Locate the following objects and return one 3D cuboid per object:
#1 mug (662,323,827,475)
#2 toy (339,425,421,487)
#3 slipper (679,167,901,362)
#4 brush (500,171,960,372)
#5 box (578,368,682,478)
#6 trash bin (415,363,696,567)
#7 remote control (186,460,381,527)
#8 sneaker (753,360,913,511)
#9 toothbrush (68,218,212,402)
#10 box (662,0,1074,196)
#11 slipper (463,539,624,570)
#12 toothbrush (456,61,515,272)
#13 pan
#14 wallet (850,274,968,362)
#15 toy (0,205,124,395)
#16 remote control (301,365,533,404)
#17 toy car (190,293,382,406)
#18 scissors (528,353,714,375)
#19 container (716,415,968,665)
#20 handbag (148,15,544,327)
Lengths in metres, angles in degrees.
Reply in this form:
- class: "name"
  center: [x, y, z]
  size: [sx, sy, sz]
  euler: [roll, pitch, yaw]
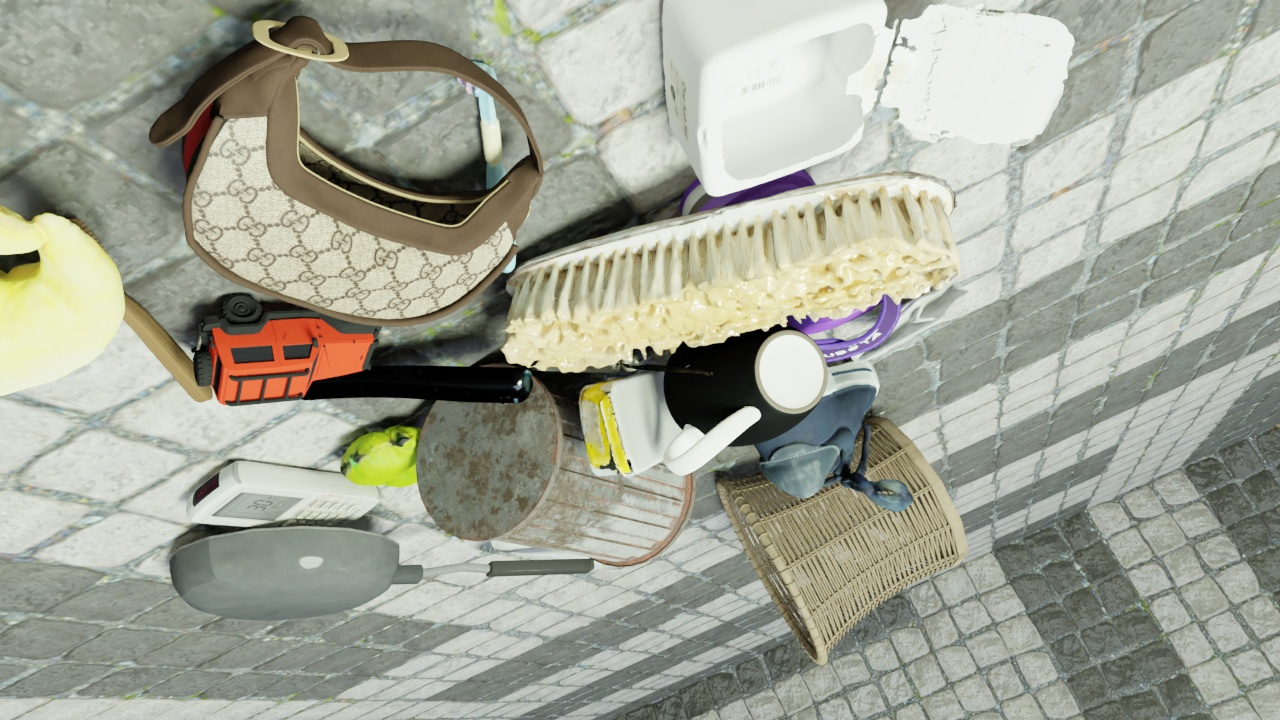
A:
- class: "mug"
  center: [0.062, 0.025, 0.591]
  size: [0.118, 0.085, 0.100]
  euler: [-51, -168, -20]
- class: "toy"
  center: [-0.184, 0.075, 0.688]
  size: [0.094, 0.036, 0.093]
  euler: [-31, 159, 30]
- class: "slipper"
  center: [0.121, -0.048, 0.639]
  size: [0.107, 0.084, 0.266]
  euler: [-31, 153, 17]
- class: "brush"
  center: [0.043, -0.048, 0.529]
  size: [0.272, 0.056, 0.083]
  euler: [-11, 155, 20]
- class: "box"
  center: [0.010, 0.039, 0.666]
  size: [0.033, 0.064, 0.209]
  euler: [-13, 180, 19]
- class: "trash bin"
  center: [-0.054, 0.087, 0.706]
  size: [0.131, 0.130, 0.211]
  euler: [-32, 152, 19]
- class: "remote control"
  center: [-0.264, 0.104, 0.690]
  size: [0.060, 0.025, 0.138]
  euler: [-34, 152, 22]
- class: "sneaker"
  center: [0.163, 0.068, 0.790]
  size: [0.121, 0.127, 0.294]
  euler: [-18, 175, 21]
- class: "toothbrush"
  center: [-0.257, -0.020, 0.474]
  size: [0.016, 0.016, 0.167]
  euler: [-17, 153, -10]
- class: "box"
  center: [0.103, -0.146, 0.452]
  size: [0.190, 0.083, 0.111]
  euler: [-6, 155, 3]
- class: "slipper"
  center: [-0.083, 0.156, 0.874]
  size: [0.112, 0.074, 0.246]
  euler: [-23, 155, 19]
- class: "toothbrush"
  center: [-0.076, -0.092, 0.479]
  size: [0.022, 0.016, 0.155]
  euler: [21, 152, 9]
- class: "pan"
  center: [-0.207, 0.186, 0.789]
  size: [0.356, 0.041, 0.179]
  euler: [4, 153, -25]
- class: "wallet"
  center: [0.223, -0.038, 0.765]
  size: [0.086, 0.032, 0.116]
  euler: [-38, 174, 31]
- class: "toy"
  center: [-0.308, -0.025, 0.369]
  size: [0.170, 0.064, 0.155]
  euler: [13, 139, -41]
- class: "remote control"
  center: [-0.145, 0.016, 0.581]
  size: [0.152, 0.020, 0.041]
  euler: [0, 164, -3]
- class: "toy car"
  center: [-0.195, -0.005, 0.513]
  size: [0.100, 0.048, 0.051]
  euler: [-5, 149, -32]
- class: "scissors"
  center: [-0.019, 0.005, 0.609]
  size: [0.131, 0.012, 0.169]
  euler: [-2, -174, -6]
- class: "container"
  center: [0.225, 0.190, 1.031]
  size: [0.196, 0.226, 0.227]
  euler: [-28, 154, -5]
- class: "handbag"
  center: [-0.122, -0.085, 0.410]
  size: [0.139, 0.063, 0.166]
  euler: [-41, 143, 23]
